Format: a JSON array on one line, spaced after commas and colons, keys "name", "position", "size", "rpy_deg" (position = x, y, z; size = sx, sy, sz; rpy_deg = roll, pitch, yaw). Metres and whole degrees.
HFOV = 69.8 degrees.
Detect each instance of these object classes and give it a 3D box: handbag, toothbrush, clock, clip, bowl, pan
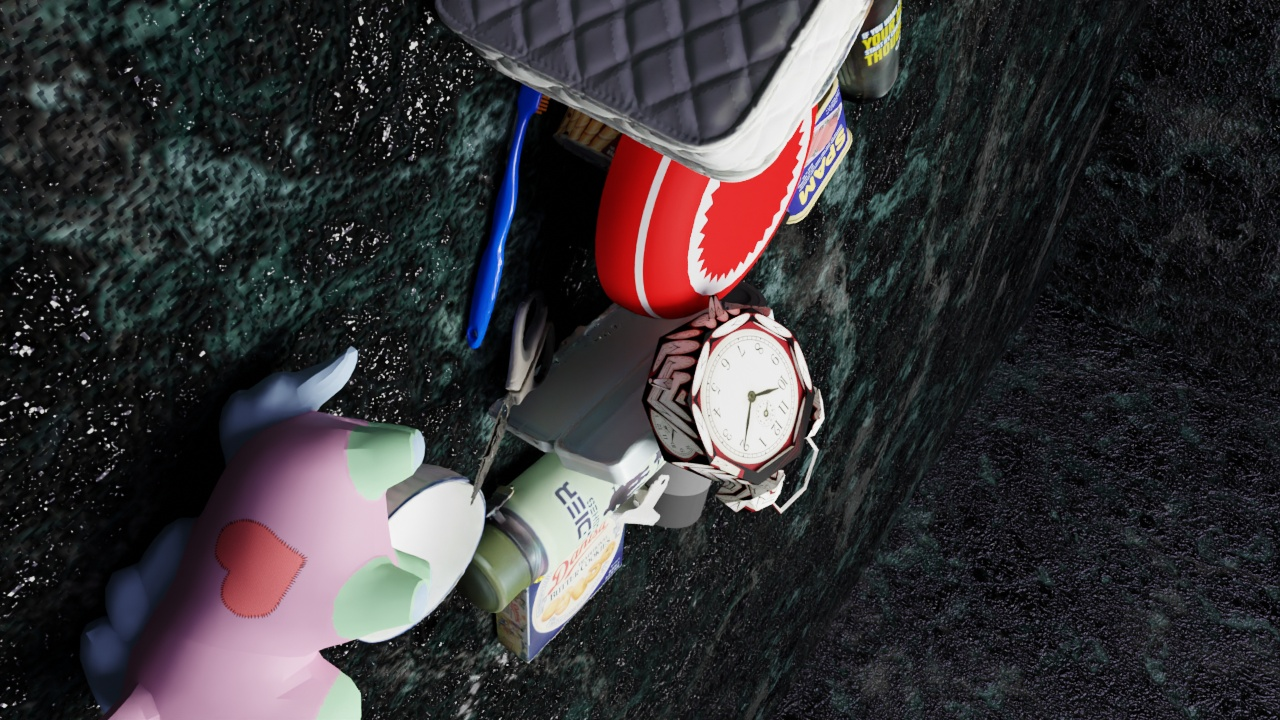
[{"name": "handbag", "position": [0.006, -0.181, 0.457], "size": [0.139, 0.195, 0.072], "rpy_deg": [-58, 161, 1]}, {"name": "toothbrush", "position": [-0.085, -0.090, 0.580], "size": [0.018, 0.016, 0.183], "rpy_deg": [-25, 136, -59]}, {"name": "clock", "position": [0.067, 0.038, 0.624], "size": [0.154, 0.065, 0.114], "rpy_deg": [50, 61, -25]}, {"name": "clip", "position": [0.007, 0.128, 0.844], "size": [0.058, 0.050, 0.101], "rpy_deg": [-51, 158, 4]}, {"name": "bowl", "position": [-0.162, 0.113, 0.588], "size": [0.117, 0.062, 0.118], "rpy_deg": [-43, 150, -34]}, {"name": "pan", "position": [0.077, -0.121, 0.671], "size": [0.209, 0.067, 0.355], "rpy_deg": [-64, 158, 11]}]

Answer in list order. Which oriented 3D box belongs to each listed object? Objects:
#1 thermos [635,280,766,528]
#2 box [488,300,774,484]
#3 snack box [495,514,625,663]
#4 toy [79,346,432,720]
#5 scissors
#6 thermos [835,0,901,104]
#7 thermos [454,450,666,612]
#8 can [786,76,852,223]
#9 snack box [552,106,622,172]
[{"name": "thermos", "position": [0.048, 0.041, 0.879], "size": [0.082, 0.082, 0.241], "rpy_deg": [-26, 137, -50]}, {"name": "box", "position": [-0.003, 0.008, 0.692], "size": [0.196, 0.135, 0.041], "rpy_deg": [-42, 132, -34]}, {"name": "snack box", "position": [-0.072, 0.182, 0.846], "size": [0.144, 0.043, 0.145], "rpy_deg": [-40, 148, -39]}, {"name": "toy", "position": [-0.197, 0.106, 0.472], "size": [0.120, 0.171, 0.222], "rpy_deg": [173, -87, -80]}, {"name": "scissors", "position": [-0.085, 0.032, 0.634], "size": [0.121, 0.012, 0.171], "rpy_deg": [44, 52, -73]}, {"name": "thermos", "position": [0.177, -0.300, 0.772], "size": [0.098, 0.098, 0.220], "rpy_deg": [-60, 158, -2]}, {"name": "thermos", "position": [-0.062, 0.108, 0.755], "size": [0.230, 0.082, 0.082], "rpy_deg": [-39, 146, -38]}, {"name": "can", "position": [0.143, -0.200, 0.844], "size": [0.116, 0.056, 0.092], "rpy_deg": [-57, 153, -9]}, {"name": "snack box", "position": [0.001, -0.180, 0.585], "size": [0.121, 0.072, 0.072], "rpy_deg": [-62, 154, 4]}]
